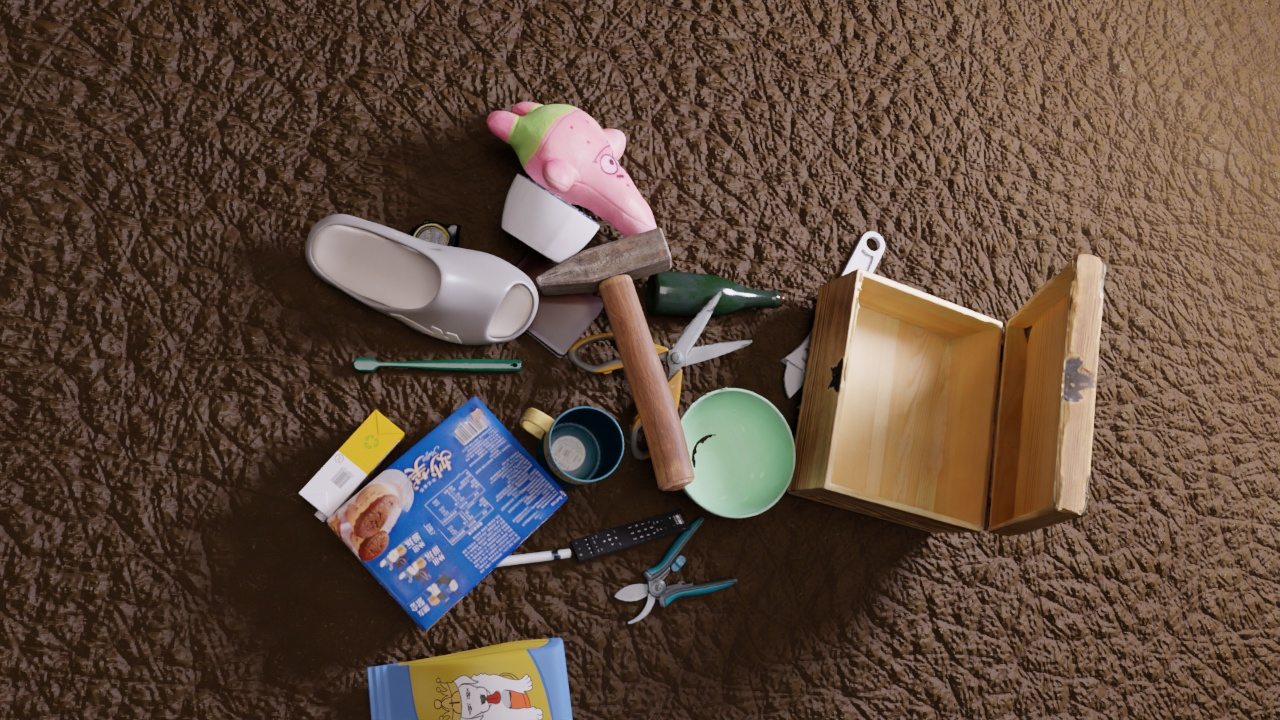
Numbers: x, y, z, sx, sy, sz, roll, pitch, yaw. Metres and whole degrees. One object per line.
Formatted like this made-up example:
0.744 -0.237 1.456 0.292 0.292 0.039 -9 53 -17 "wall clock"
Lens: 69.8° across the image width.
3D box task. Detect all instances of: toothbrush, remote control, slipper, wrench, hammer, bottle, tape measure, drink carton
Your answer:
-0.232 0.006 1.058 0.189 0.017 0.016 1 77 -16 "toothbrush"
-0.011 0.203 1.069 0.140 0.009 0.030 -13 44 -17 "remote control"
-0.247 -0.084 1.020 0.266 0.080 0.113 22 103 -9 "slipper"
0.264 -0.054 1.202 0.086 0.018 0.272 34 71 -6 "wrench"
-0.006 0.006 1.047 0.158 0.037 0.300 -17 73 -3 "hammer"
0.096 -0.080 1.143 0.174 0.055 0.055 2 77 -16 "bottle"
-0.243 -0.133 1.073 0.061 0.034 0.061 10 89 -19 "tape measure"
-0.311 0.116 0.989 0.040 0.059 0.122 40 71 -3 "drink carton"
-0.169 0.230 1.027 0.186 0.012 0.017 -4 92 -16 "toothbrush"

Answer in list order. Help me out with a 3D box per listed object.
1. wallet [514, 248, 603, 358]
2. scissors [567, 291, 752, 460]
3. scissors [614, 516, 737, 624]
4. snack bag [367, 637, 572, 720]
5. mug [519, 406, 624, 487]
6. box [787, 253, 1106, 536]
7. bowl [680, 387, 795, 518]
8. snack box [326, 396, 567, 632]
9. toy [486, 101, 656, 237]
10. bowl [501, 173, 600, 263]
-0.115 -0.068 1.106 0.115 0.018 0.091 38 72 -1 "wallet"
0.019 0.001 1.098 0.216 0.016 0.225 30 86 -7 "scissors"
0.049 0.255 1.075 0.124 0.019 0.153 31 74 -5 "scissors"
-0.174 0.382 0.953 0.205 0.102 0.159 -7 80 -4 "snack bag"
-0.084 0.091 1.030 0.113 0.107 0.083 33 74 -6 "mug"
0.386 0.045 1.048 0.283 0.324 0.278 17 72 -20 "box"
0.101 0.113 1.089 0.150 0.077 0.150 3 77 -15 "bowl"
-0.206 0.165 0.991 0.202 0.069 0.155 -42 87 -22 "snack box"
-0.070 -0.231 1.103 0.236 0.097 0.191 42 35 -4 "toy"
-0.112 -0.162 1.080 0.116 0.116 0.066 32 94 -6 "bowl"
